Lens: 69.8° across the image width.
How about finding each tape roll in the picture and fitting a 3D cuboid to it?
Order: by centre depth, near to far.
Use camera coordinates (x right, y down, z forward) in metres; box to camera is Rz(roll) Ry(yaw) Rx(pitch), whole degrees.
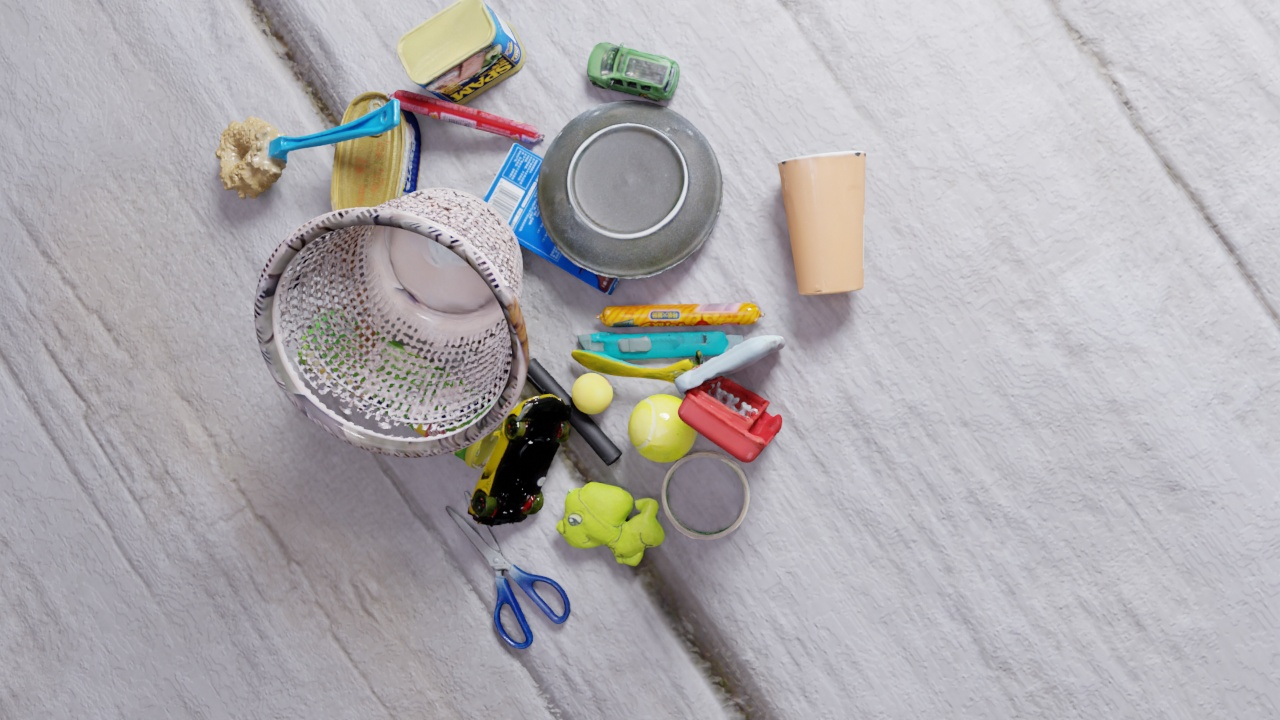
[{"bbox_3d":[0.063,0.131,0.892,0.086,0.014,0.086,1,93,12],"label":"tape roll"}]

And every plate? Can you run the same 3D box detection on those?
[{"bbox_3d":[-0.012,-0.166,0.866,0.179,0.024,0.179,-1,79,4],"label":"plate"}]

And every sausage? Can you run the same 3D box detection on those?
[{"bbox_3d":[0.037,-0.044,0.885,0.165,0.021,0.021,-1,92,12],"label":"sausage"},{"bbox_3d":[-0.170,-0.238,0.898,0.156,0.020,0.020,13,95,-10],"label":"sausage"}]

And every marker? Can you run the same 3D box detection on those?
[{"bbox_3d":[-0.069,0.051,0.911,0.132,0.022,0.020,47,137,6],"label":"marker"}]

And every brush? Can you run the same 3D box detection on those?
[{"bbox_3d":[-0.330,-0.216,0.906,0.255,0.045,0.083,-6,81,29],"label":"brush"}]

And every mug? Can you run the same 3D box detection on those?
[{"bbox_3d":[0.169,-0.123,0.831,0.078,0.078,0.123,-5,97,11],"label":"mug"}]

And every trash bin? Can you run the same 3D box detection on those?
[{"bbox_3d":[-0.196,-0.057,0.825,0.227,0.191,0.228,2,118,4],"label":"trash bin"}]

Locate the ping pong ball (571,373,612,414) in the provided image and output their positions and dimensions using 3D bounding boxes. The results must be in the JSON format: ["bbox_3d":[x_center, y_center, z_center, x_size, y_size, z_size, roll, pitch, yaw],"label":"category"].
[{"bbox_3d":[-0.047,0.032,0.896,0.040,0.040,0.040,1,93,11],"label":"ping pong ball"}]

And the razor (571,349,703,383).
[{"bbox_3d":[-0.005,0.005,0.886,0.133,0.028,0.043,9,126,12],"label":"razor"}]

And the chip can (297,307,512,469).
[{"bbox_3d":[-0.237,0.025,0.918,0.221,0.072,0.072,30,98,9],"label":"chip can"}]

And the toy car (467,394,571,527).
[{"bbox_3d":[-0.117,0.097,0.894,0.041,0.071,0.156,41,115,40],"label":"toy car"}]

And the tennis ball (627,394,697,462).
[{"bbox_3d":[0.021,0.064,0.871,0.065,0.065,0.065,1,93,11],"label":"tennis ball"}]

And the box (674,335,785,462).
[{"bbox_3d":[0.092,0.015,0.784,0.095,0.201,0.099,34,99,9],"label":"box"}]

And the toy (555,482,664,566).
[{"bbox_3d":[-0.030,0.157,0.903,0.097,0.031,0.100,-42,89,10],"label":"toy"}]

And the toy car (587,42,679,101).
[{"bbox_3d":[-0.009,-0.278,0.877,0.091,0.036,0.043,16,97,14],"label":"toy car"}]

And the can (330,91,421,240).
[{"bbox_3d":[-0.264,-0.191,0.924,0.075,0.049,0.148,8,94,11],"label":"can"}]

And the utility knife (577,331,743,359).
[{"bbox_3d":[0.018,-0.016,0.894,0.164,0.013,0.029,-2,98,12],"label":"utility knife"}]

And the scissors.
[{"bbox_3d":[-0.148,0.219,0.940,0.171,0.012,0.141,23,96,11],"label":"scissors"}]

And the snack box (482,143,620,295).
[{"bbox_3d":[-0.076,-0.138,0.900,0.157,0.026,0.084,31,97,8],"label":"snack box"}]

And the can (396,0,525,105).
[{"bbox_3d":[-0.172,-0.296,0.883,0.102,0.083,0.057,-28,87,11],"label":"can"}]
